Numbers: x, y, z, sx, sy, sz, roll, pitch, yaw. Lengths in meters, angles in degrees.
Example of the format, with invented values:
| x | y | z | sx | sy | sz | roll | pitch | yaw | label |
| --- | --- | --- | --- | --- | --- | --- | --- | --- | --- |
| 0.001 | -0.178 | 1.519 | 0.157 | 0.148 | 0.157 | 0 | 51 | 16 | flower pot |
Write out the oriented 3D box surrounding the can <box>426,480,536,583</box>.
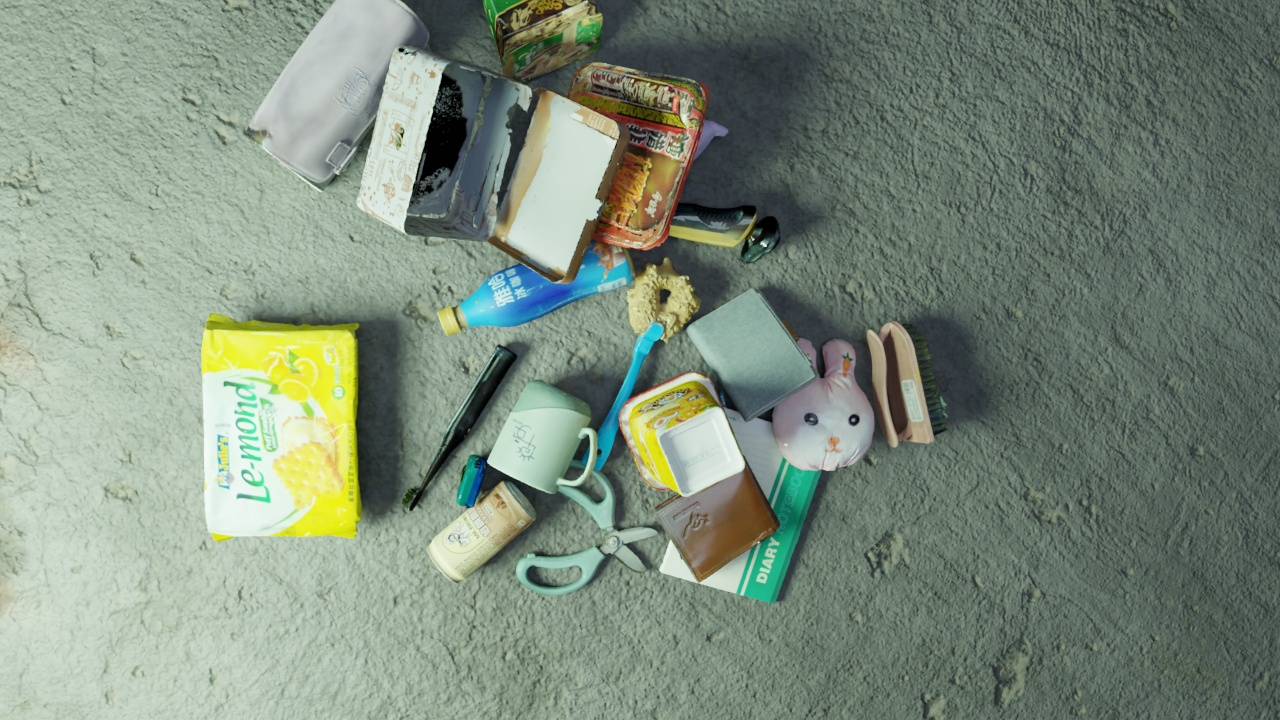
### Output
| x | y | z | sx | sy | sz | roll | pitch | yaw | label |
| --- | --- | --- | --- | --- | --- | --- | --- | --- | --- |
| -0.177 | 0.191 | 1.025 | 0.116 | 0.058 | 0.058 | -40 | 98 | -4 | can |

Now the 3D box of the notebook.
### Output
| x | y | z | sx | sy | sz | roll | pitch | yaw | label |
| --- | --- | --- | --- | --- | --- | --- | --- | --- | --- |
| 0.126 | 0.173 | 1.084 | 0.150 | 0.012 | 0.209 | 18 | 94 | -12 | notebook |

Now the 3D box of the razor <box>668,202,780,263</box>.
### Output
| x | y | z | sx | sy | sz | roll | pitch | yaw | label |
| --- | --- | --- | --- | --- | --- | --- | --- | --- | --- |
| 0.075 | -0.150 | 1.046 | 0.167 | 0.062 | 0.068 | 8 | 124 | -3 | razor |

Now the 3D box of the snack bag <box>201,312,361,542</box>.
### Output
| x | y | z | sx | sy | sz | roll | pitch | yaw | label |
| --- | --- | --- | --- | --- | --- | --- | --- | --- | --- |
| -0.379 | 0.073 | 0.984 | 0.158 | 0.068 | 0.246 | 0 | 94 | -9 | snack bag |

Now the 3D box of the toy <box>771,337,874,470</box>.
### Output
| x | y | z | sx | sy | sz | roll | pitch | yaw | label |
| --- | --- | --- | --- | --- | --- | --- | --- | --- | --- |
| 0.209 | 0.049 | 1.065 | 0.121 | 0.054 | 0.159 | 0 | 75 | -9 | toy |

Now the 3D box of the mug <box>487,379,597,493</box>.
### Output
| x | y | z | sx | sy | sz | roll | pitch | yaw | label |
| --- | --- | --- | --- | --- | --- | --- | --- | --- | --- |
| -0.097 | 0.087 | 1.009 | 0.112 | 0.082 | 0.106 | 25 | 84 | 18 | mug |

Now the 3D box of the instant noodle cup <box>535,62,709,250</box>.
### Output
| x | y | z | sx | sy | sz | roll | pitch | yaw | label |
| --- | --- | --- | --- | --- | --- | --- | --- | --- | --- |
| -0.015 | -0.214 | 0.989 | 0.165 | 0.079 | 0.189 | 19 | 91 | 23 | instant noodle cup |

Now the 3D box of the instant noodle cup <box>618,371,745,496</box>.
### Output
| x | y | z | sx | sy | sz | roll | pitch | yaw | label |
| --- | --- | --- | --- | --- | --- | --- | --- | --- | --- |
| 0.050 | 0.085 | 0.988 | 0.116 | 0.123 | 0.116 | -24 | 102 | -7 | instant noodle cup |

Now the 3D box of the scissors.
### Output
| x | y | z | sx | sy | sz | roll | pitch | yaw | label |
| --- | --- | --- | --- | --- | --- | --- | --- | --- | --- |
| -0.076 | 0.208 | 1.062 | 0.181 | 0.019 | 0.170 | -43 | 99 | -4 | scissors |

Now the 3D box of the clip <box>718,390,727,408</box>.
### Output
| x | y | z | sx | sy | sz | roll | pitch | yaw | label |
| --- | --- | --- | --- | --- | --- | --- | --- | --- | --- |
| 0.094 | 0.063 | 1.078 | 0.045 | 0.014 | 0.057 | -15 | 98 | -5 | clip |

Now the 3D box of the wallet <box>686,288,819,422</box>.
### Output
| x | y | z | sx | sy | sz | roll | pitch | yaw | label |
| --- | --- | --- | --- | --- | --- | --- | --- | --- | --- |
| 0.130 | -0.009 | 1.053 | 0.106 | 0.037 | 0.129 | -30 | 73 | -7 | wallet |

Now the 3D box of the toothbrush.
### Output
| x | y | z | sx | sy | sz | roll | pitch | yaw | label |
| --- | --- | --- | --- | --- | --- | --- | --- | --- | --- |
| -0.206 | 0.077 | 1.032 | 0.027 | 0.026 | 0.212 | 33 | 90 | 26 | toothbrush |

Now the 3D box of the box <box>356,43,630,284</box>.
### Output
| x | y | z | sx | sy | sz | roll | pitch | yaw | label |
| --- | --- | --- | --- | --- | --- | --- | --- | --- | --- |
| -0.154 | -0.193 | 0.917 | 0.198 | 0.157 | 0.181 | 32 | 109 | 28 | box |

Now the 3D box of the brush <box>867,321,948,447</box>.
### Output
| x | y | z | sx | sy | sz | roll | pitch | yaw | label |
| --- | --- | --- | --- | --- | --- | --- | --- | --- | --- |
| 0.308 | 0.026 | 1.081 | 0.073 | 0.063 | 0.145 | -15 | 95 | -17 | brush |

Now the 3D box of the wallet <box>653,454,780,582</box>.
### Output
| x | y | z | sx | sy | sz | roll | pitch | yaw | label |
| --- | --- | --- | --- | --- | --- | --- | --- | --- | --- |
| 0.089 | 0.181 | 1.056 | 0.124 | 0.032 | 0.101 | -32 | 99 | -5 | wallet |

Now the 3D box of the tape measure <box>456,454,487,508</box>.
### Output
| x | y | z | sx | sy | sz | roll | pitch | yaw | label |
| --- | --- | --- | --- | --- | --- | --- | --- | --- | --- |
| -0.189 | 0.132 | 1.021 | 0.025 | 0.054 | 0.058 | 19 | 90 | -12 | tape measure |

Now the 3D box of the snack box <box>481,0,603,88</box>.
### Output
| x | y | z | sx | sy | sz | roll | pitch | yaw | label |
| --- | --- | --- | --- | --- | --- | --- | --- | --- | --- |
| -0.115 | -0.376 | 0.979 | 0.118 | 0.117 | 0.105 | -25 | 85 | -8 | snack box |

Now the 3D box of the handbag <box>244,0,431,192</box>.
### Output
| x | y | z | sx | sy | sz | roll | pitch | yaw | label |
| --- | --- | --- | --- | --- | --- | --- | --- | --- | --- |
| -0.304 | -0.276 | 0.933 | 0.098 | 0.145 | 0.197 | 37 | 88 | -6 | handbag |

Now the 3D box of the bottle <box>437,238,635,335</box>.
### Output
| x | y | z | sx | sy | sz | roll | pitch | yaw | label |
| --- | --- | --- | --- | --- | --- | --- | --- | --- | --- |
| -0.116 | -0.080 | 1.014 | 0.218 | 0.065 | 0.065 | -21 | 96 | -5 | bottle |

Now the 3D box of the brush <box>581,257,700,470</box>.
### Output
| x | y | z | sx | sy | sz | roll | pitch | yaw | label |
| --- | --- | --- | --- | --- | --- | --- | --- | --- | --- |
| -0.006 | 0.006 | 1.044 | 0.083 | 0.046 | 0.254 | 23 | 91 | -16 | brush |

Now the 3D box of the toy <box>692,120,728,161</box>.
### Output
| x | y | z | sx | sy | sz | roll | pitch | yaw | label |
| --- | --- | --- | --- | --- | --- | --- | --- | --- | --- |
| 0.035 | -0.240 | 1.037 | 0.084 | 0.039 | 0.108 | 36 | 93 | 6 | toy |
